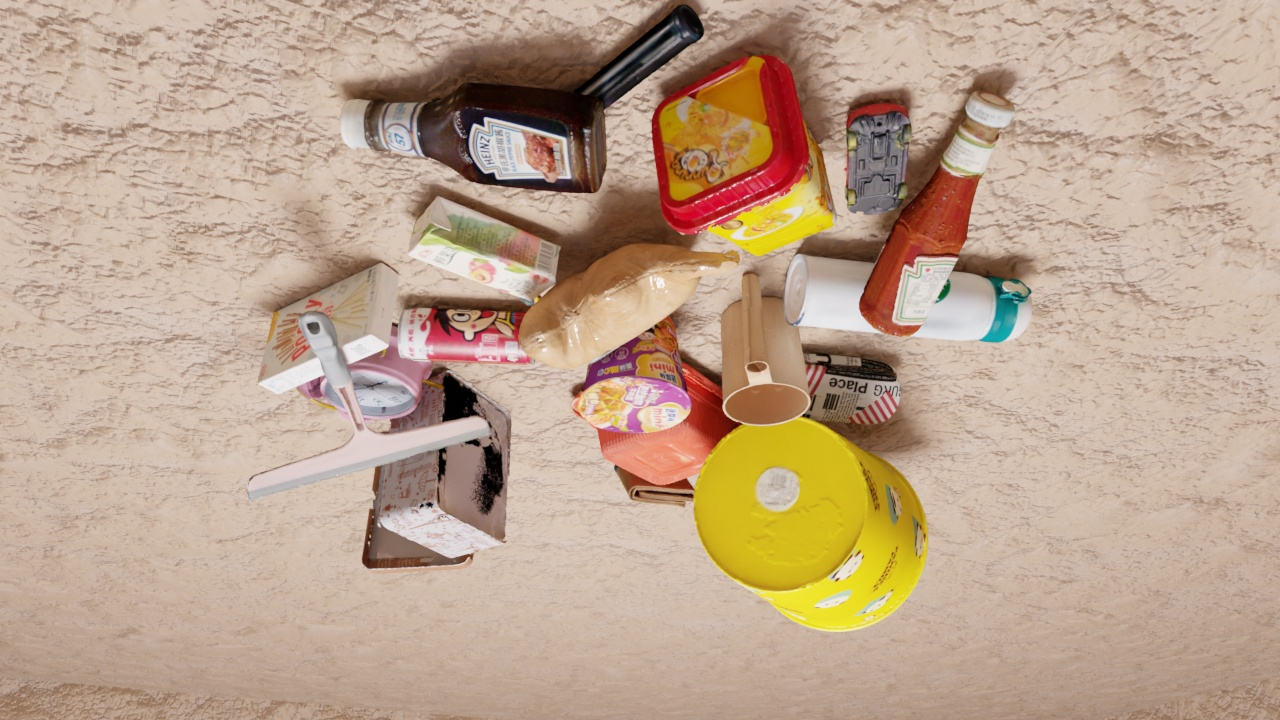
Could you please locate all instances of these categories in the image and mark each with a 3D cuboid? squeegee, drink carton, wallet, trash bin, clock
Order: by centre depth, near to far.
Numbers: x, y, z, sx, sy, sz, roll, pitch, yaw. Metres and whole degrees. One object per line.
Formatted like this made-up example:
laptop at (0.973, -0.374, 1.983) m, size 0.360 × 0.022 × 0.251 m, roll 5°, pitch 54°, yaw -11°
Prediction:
drink carton at (-0.136, -0.098, 0.807) m, size 0.122 × 0.045 × 0.054 m, roll 20°, pitch 154°, yaw -26°
squeegee at (-0.276, 0.024, 0.849) m, size 0.247 × 0.040 × 0.250 m, roll -14°, pitch 147°, yaw -11°
clock at (-0.298, 0.019, 0.980) m, size 0.159 × 0.059 × 0.117 m, roll -16°, pitch 144°, yaw 27°
trash bin at (0.188, 0.180, 1.033) m, size 0.230 × 0.229 × 0.255 m, roll -14°, pitch 157°, yaw 21°
wallet at (0.019, 0.153, 1.157) m, size 0.090 × 0.033 × 0.115 m, roll 7°, pitch -172°, yaw -12°

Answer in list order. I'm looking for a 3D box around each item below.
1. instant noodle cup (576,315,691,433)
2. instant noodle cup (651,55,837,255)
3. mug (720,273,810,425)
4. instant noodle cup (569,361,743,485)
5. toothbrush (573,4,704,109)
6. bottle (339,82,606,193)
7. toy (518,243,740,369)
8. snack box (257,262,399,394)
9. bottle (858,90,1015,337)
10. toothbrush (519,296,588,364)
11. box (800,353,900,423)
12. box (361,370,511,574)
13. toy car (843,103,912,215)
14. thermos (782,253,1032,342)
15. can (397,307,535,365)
instant noodle cup at (-0.005, 0.005, 0.922) m, size 0.111 × 0.099 × 0.112 m, roll 0°, pitch 149°, yaw 0°
instant noodle cup at (0.084, -0.143, 0.688) m, size 0.116 × 0.116 × 0.123 m, roll -20°, pitch 154°, yaw 28°
mug at (0.116, -0.010, 0.893) m, size 0.084 × 0.103 × 0.125 m, roll -8°, pitch 147°, yaw 12°
instant noodle cup at (0.029, 0.079, 1.058) m, size 0.165 × 0.079 × 0.188 m, roll -25°, pitch 139°, yaw 33°
toothbrush at (-0.042, -0.192, 0.681) m, size 0.213 × 0.026 × 0.027 m, roll -26°, pitch 105°, yaw 36°
bottle at (-0.124, -0.167, 0.678) m, size 0.195 × 0.043 × 0.080 m, roll 7°, pitch 143°, yaw 8°
toy at (-0.004, -0.061, 0.803) m, size 0.227 × 0.143 × 0.082 m, roll -27°, pitch 97°, yaw 33°
snack box at (-0.300, -0.030, 0.880) m, size 0.157 × 0.084 × 0.027 m, roll -19°, pitch 144°, yaw 27°
bottle at (0.237, -0.113, 0.736) m, size 0.059 × 0.059 × 0.207 m, roll 7°, pitch 128°, yaw -12°
toothbrush at (-0.077, -0.027, 0.945) m, size 0.016 × 0.018 × 0.191 m, roll -12°, pitch 146°, yaw 21°
box at (0.200, 0.033, 0.985) m, size 0.163 × 0.080 × 0.075 m, roll 8°, pitch 142°, yaw -7°
box at (-0.257, 0.138, 1.061) m, size 0.193 × 0.182 × 0.156 m, roll -18°, pitch 143°, yaw 21°
toy car at (0.186, -0.157, 0.727) m, size 0.049 × 0.031 × 0.106 m, roll -5°, pitch 143°, yaw 9°
thermos at (0.251, -0.057, 0.855) m, size 0.224 × 0.073 × 0.073 m, roll 5°, pitch 147°, yaw -8°
can at (-0.171, -0.024, 0.917) m, size 0.132 × 0.053 × 0.053 m, roll 2°, pitch 148°, yaw -4°
